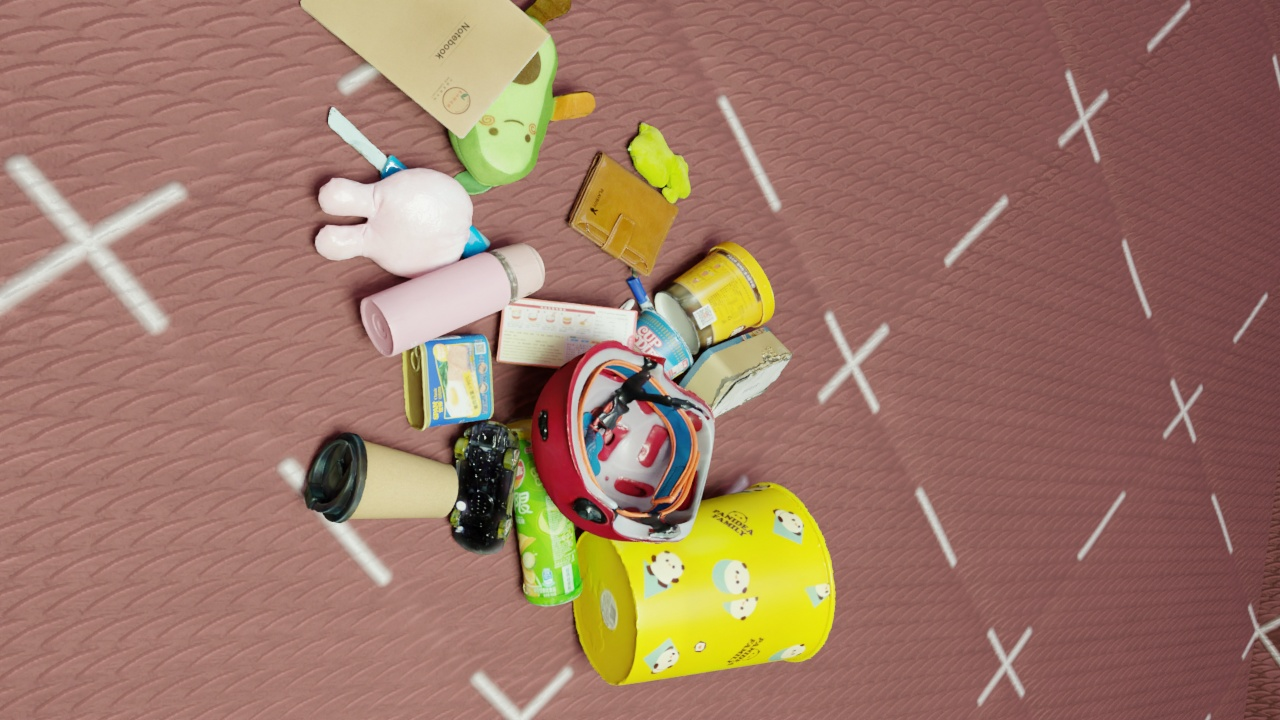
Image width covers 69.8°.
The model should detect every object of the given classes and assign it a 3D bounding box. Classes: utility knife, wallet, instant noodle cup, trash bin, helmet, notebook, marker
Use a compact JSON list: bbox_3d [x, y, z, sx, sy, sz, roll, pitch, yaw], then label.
[{"bbox_3d":[-0.250,-0.188,0.989,0.034,0.018,0.218,-49,118,-5],"label":"utility knife"},{"bbox_3d":[-0.024,-0.173,1.134,0.130,0.035,0.119,30,71,-32],"label":"wallet"},{"bbox_3d":[0.090,-0.074,1.170,0.114,0.118,0.118,-32,111,-19],"label":"instant noodle cup"},{"bbox_3d":[0.066,0.278,1.129,0.254,0.230,0.229,-3,96,-27],"label":"trash bin"},{"bbox_3d":[-0.007,0.007,1.128,0.109,0.099,0.099,-39,114,-17],"label":"instant noodle cup"},{"bbox_3d":[-0.039,0.093,1.004,0.240,0.144,0.206,42,48,-33],"label":"helmet"},{"bbox_3d":[-0.218,-0.349,0.940,0.207,0.008,0.147,40,84,-6],"label":"notebook"},{"bbox_3d":[0.021,-0.044,1.182,0.016,0.017,0.146,-38,114,-25],"label":"marker"}]

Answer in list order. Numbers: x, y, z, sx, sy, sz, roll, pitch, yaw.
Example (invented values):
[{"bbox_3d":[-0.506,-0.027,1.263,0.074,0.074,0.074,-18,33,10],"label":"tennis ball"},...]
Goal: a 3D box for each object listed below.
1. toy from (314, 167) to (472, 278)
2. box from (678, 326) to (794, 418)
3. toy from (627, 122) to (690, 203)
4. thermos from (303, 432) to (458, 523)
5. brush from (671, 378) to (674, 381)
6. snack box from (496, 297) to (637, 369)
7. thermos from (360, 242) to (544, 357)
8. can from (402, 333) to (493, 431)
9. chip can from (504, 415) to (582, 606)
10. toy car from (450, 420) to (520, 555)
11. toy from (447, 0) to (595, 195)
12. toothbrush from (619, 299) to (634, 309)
[{"bbox_3d":[-0.256,-0.145,0.960,0.159,0.054,0.121,3,114,-27],"label":"toy"},{"bbox_3d":[0.119,0.018,1.175,0.183,0.061,0.090,-16,148,-53],"label":"box"},{"bbox_3d":[0.026,-0.246,1.154,0.100,0.031,0.096,9,71,-42],"label":"toy"},{"bbox_3d":[-0.270,0.130,0.970,0.143,0.093,0.093,17,85,-42],"label":"thermos"},{"bbox_3d":[0.006,0.080,1.158,0.145,0.063,0.069,-36,102,-27],"label":"brush"},{"bbox_3d":[-0.085,-0.028,1.064,0.155,0.027,0.077,6,86,-6],"label":"snack box"},{"bbox_3d":[-0.199,-0.068,0.984,0.198,0.087,0.067,-29,94,-36],"label":"thermos"},{"bbox_3d":[-0.212,0.021,1.012,0.083,0.057,0.102,-6,97,-35],"label":"can"},{"bbox_3d":[-0.115,0.178,1.081,0.072,0.073,0.221,-12,101,-32],"label":"chip can"},{"bbox_3d":[-0.175,0.144,1.035,0.070,0.042,0.158,12,105,9],"label":"toy car"},{"bbox_3d":[-0.152,-0.304,1.001,0.226,0.090,0.246,3,89,-24],"label":"toy"},{"bbox_3d":[-0.063,-0.010,1.131,0.179,0.016,0.016,-50,126,-19],"label":"toothbrush"}]
